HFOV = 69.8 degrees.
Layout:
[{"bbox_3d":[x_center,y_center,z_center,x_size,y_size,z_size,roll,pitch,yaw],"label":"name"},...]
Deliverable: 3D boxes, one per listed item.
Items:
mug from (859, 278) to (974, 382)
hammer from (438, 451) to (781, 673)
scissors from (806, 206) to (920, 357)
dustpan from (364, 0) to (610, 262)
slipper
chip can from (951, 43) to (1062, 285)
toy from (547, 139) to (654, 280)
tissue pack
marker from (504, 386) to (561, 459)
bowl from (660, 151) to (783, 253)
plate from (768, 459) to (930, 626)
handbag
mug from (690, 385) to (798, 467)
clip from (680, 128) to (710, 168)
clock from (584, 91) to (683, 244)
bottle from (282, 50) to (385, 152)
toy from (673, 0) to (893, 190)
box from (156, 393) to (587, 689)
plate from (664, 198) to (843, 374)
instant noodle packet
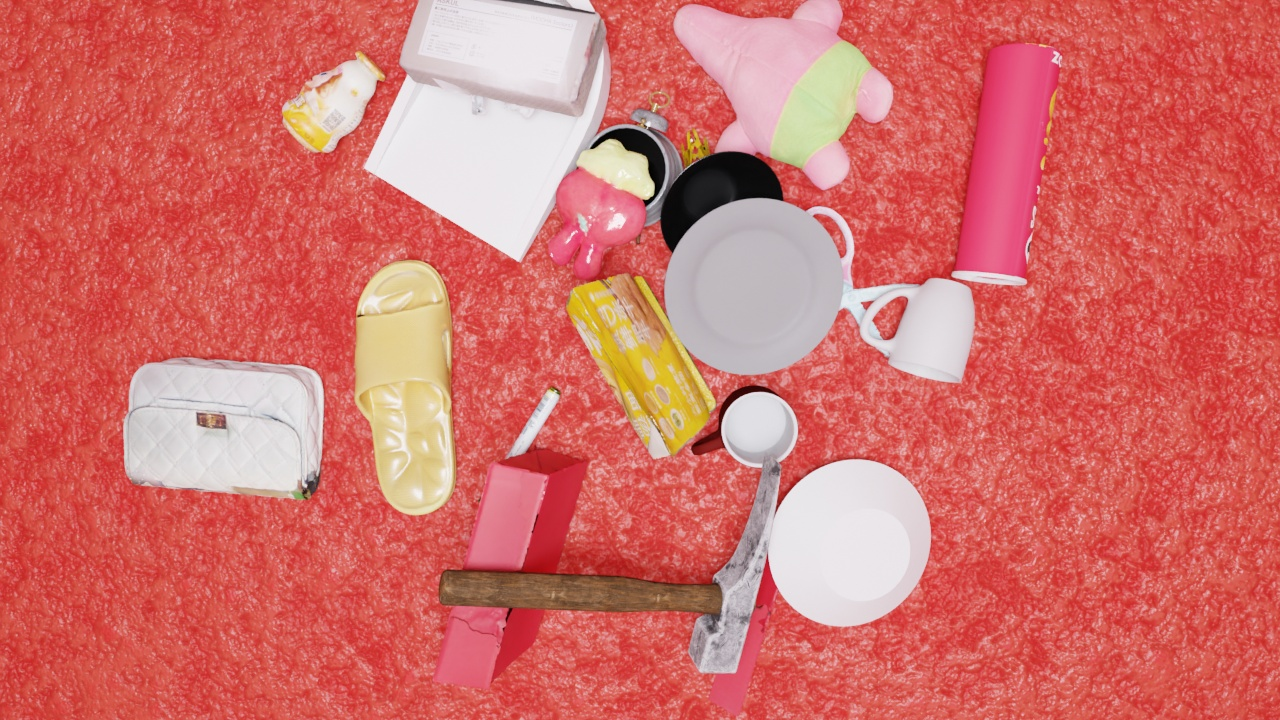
[{"bbox_3d":[0.274,-0.037,0.904,0.107,0.071,0.089,17,85,6],"label":"mug"},{"bbox_3d":[-0.024,0.177,0.829,0.300,0.037,0.218,8,104,-19],"label":"hammer"},{"bbox_3d":[0.198,-0.078,0.933,0.170,0.013,0.175,-9,93,4],"label":"scissors"},{"bbox_3d":[-0.140,-0.260,0.915,0.191,0.053,0.258,31,93,6],"label":"dustpan"},{"bbox_3d":[-0.242,0.030,0.934,0.099,0.078,0.263,-5,93,6],"label":"slipper"},{"bbox_3d":[0.355,-0.187,0.890,0.069,0.069,0.220,8,93,3],"label":"chip can"},{"bbox_3d":[-0.039,-0.143,0.878,0.091,0.045,0.135,25,97,8],"label":"toy"},{"bbox_3d":[-0.130,-0.288,0.872,0.181,0.071,0.104,14,86,8],"label":"tissue pack"},{"bbox_3d":[-0.126,0.092,0.960,0.017,0.017,0.146,32,95,1],"label":"marker"},{"bbox_3d":[0.074,-0.156,0.907,0.124,0.052,0.124,-7,124,-11],"label":"bowl"},{"bbox_3d":[0.217,0.188,0.914,0.174,0.036,0.174,-1,97,-10],"label":"plate"},{"bbox_3d":[-0.431,0.071,0.949,0.195,0.072,0.139,3,94,4],"label":"handbag"},{"bbox_3d":[0.100,0.070,0.912,0.106,0.082,0.073,-22,91,4],"label":"mug"},{"bbox_3d":[0.057,-0.209,0.921,0.048,0.054,0.046,26,71,25],"label":"clip"},{"bbox_3d":[-0.006,-0.199,0.917,0.104,0.056,0.148,25,99,11],"label":"clock"},{"bbox_3d":[-0.308,-0.263,0.929,0.108,0.063,0.063,-43,90,4],"label":"bottle"},{"bbox_3d":[0.128,-0.274,0.894,0.237,0.096,0.192,38,103,15],"label":"toy"},{"bbox_3d":[-0.228,0.169,0.856,0.374,0.148,0.213,14,96,-22],"label":"box"},{"bbox_3d":[0.112,-0.072,0.910,0.178,0.012,0.178,-1,108,-4],"label":"plate"},{"bbox_3d":[-0.005,0.005,0.846,0.084,0.221,0.163,-29,90,7],"label":"instant noodle packet"}]
